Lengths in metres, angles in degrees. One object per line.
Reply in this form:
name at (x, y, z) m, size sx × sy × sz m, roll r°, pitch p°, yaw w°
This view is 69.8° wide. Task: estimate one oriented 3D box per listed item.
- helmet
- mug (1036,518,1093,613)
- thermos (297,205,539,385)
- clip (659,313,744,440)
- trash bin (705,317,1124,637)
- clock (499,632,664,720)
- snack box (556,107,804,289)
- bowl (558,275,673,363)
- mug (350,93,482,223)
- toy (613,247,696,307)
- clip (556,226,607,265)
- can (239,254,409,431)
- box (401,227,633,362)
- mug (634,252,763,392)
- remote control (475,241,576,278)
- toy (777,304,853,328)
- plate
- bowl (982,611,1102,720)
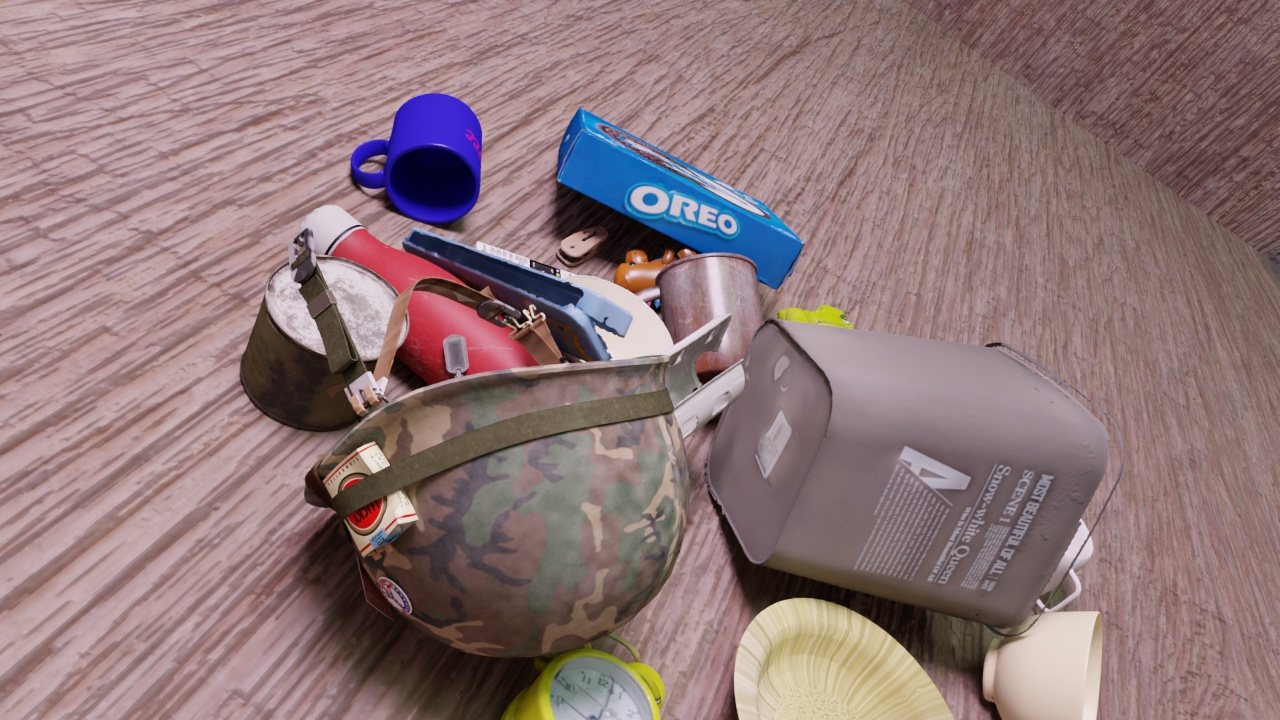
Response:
helmet at (-0.086, 0.046, 0.515) m, size 0.192 × 0.225 × 0.236 m, roll -6°, pitch 86°, yaw -64°
mug at (0.361, 0.173, 0.843) m, size 0.094 × 0.068 × 0.115 m, roll 12°, pitch 42°, yaw -28°
thermos at (-0.150, -0.028, 0.661) m, size 0.240 × 0.073 × 0.073 m, roll 39°, pitch 36°, yaw 6°
clip at (0.019, 0.047, 0.652) m, size 0.089 × 0.151 × 0.125 m, roll 36°, pitch 34°, yaw 20°
trash bin at (0.190, 0.076, 0.703) m, size 0.220 × 0.198 × 0.197 m, roll 12°, pitch 21°, yaw -19°
clock at (-0.031, 0.199, 0.517) m, size 0.083 × 0.057 × 0.118 m, roll 29°, pitch 29°, yaw -5°
snack box at (0.033, -0.168, 0.924) m, size 0.238 × 0.056 × 0.195 m, roll 24°, pitch 17°, yaw -13°
bowl at (-0.037, -0.006, 0.734) m, size 0.115 × 0.063 × 0.115 m, roll 21°, pitch 38°, yaw -18°
mug at (-0.194, -0.175, 0.797) m, size 0.111 × 0.079 × 0.083 m, roll -4°, pitch 45°, yaw -4°
toy at (0.020, -0.056, 0.861) m, size 0.090 × 0.071 × 0.103 m, roll 3°, pitch 69°, yaw -19°
clip at (-0.052, -0.110, 0.867) m, size 0.026 × 0.049 × 0.061 m, roll 47°, pitch 10°, yaw 14°
can at (-0.206, -0.011, 0.597) m, size 0.090 × 0.075 × 0.089 m, roll 21°, pitch 40°, yaw -19°
box at (-0.101, -0.047, 0.667) m, size 0.210 × 0.052 × 0.067 m, roll 22°, pitch -5°, yaw 37°
mug at (0.046, -0.026, 0.787) m, size 0.123 × 0.096 × 0.110 m, roll -5°, pitch 65°, yaw -4°
remote control at (-0.088, -0.074, 0.813) m, size 0.124 × 0.012 × 0.028 m, roll 17°, pitch 40°, yaw -23°
toy at (0.186, -0.030, 0.961) m, size 0.093 × 0.036 × 0.094 m, roll 25°, pitch 43°, yaw -8°
plate at (0.132, 0.249, 0.605) m, size 0.184 × 0.036 × 0.184 m, roll 21°, pitch 38°, yaw -18°
bowl at (0.307, 0.246, 0.706) m, size 0.074 × 0.118 × 0.117 m, roll 4°, pitch 22°, yaw 32°
